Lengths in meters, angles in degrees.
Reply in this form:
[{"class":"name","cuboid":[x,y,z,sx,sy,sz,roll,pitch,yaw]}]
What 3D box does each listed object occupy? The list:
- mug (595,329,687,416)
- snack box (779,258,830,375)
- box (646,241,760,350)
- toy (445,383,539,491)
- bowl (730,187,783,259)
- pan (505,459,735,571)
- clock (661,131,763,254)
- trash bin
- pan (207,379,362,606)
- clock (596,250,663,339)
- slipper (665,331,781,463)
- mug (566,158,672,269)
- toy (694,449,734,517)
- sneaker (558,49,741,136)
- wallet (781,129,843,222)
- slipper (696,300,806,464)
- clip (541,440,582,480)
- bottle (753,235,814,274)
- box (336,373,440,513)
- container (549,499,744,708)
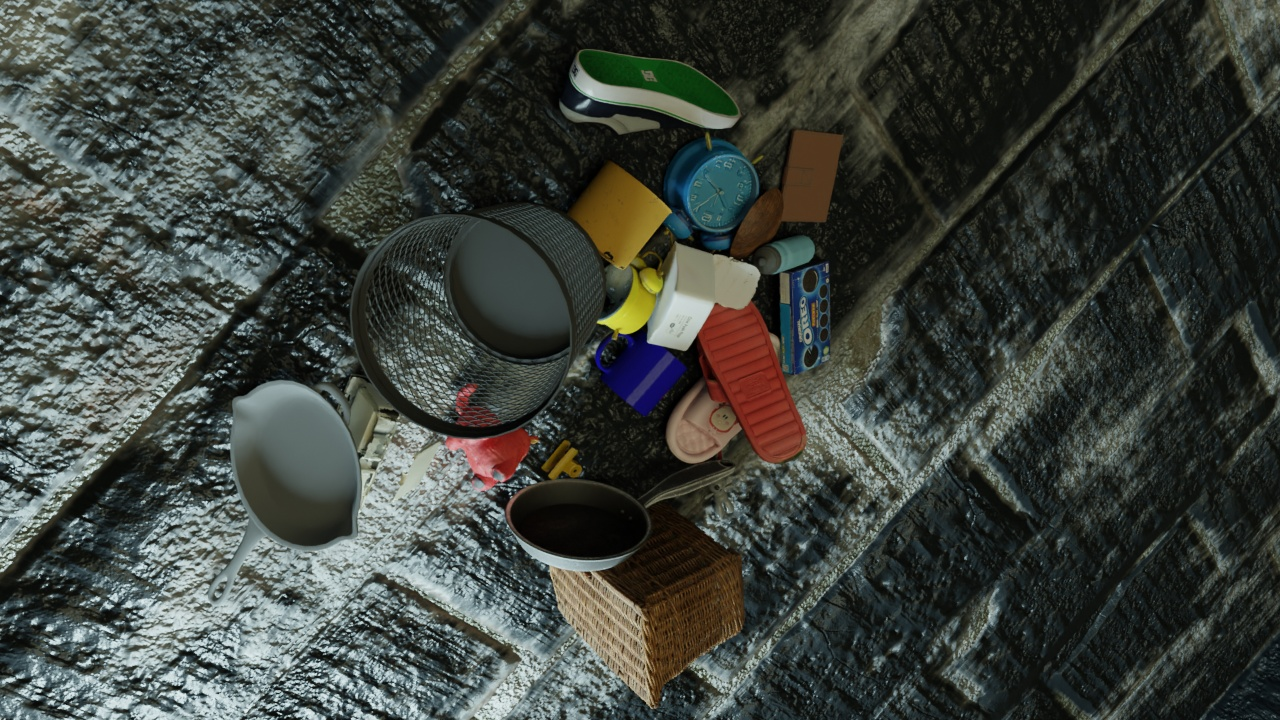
[{"class":"mug","cuboid":[-0.007,0.007,1.191,0.111,0.079,0.083,41,90,-21]},{"class":"snack box","cuboid":[0.230,-0.061,1.284,0.082,0.027,0.150,-22,115,-38]},{"class":"box","cuboid":[0.087,-0.077,1.161,0.136,0.120,0.109,16,138,-15]},{"class":"toy","cuboid":[-0.191,0.086,1.155,0.093,0.088,0.133,-34,106,-47]},{"class":"bowl","cuboid":[0.158,-0.171,1.184,0.114,0.026,0.102,-32,152,-54]},{"class":"pan","cuboid":[-0.011,0.192,1.221,0.356,0.187,0.055,-9,118,-36]},{"class":"clock","cuboid":[0.086,-0.200,1.157,0.116,0.060,0.162,12,108,-30]},{"class":"trash bin","cuboid":[-0.151,-0.060,0.965,0.218,0.227,0.218,3,107,10]},{"class":"pan","cuboid":[-0.412,0.161,1.041,0.355,0.216,0.024,-52,165,23]},{"class":"clock","cuboid":[-0.017,-0.087,1.143,0.057,0.083,0.119,31,98,-37]},{"class":"slipper","cuboid":[0.126,0.054,1.285,0.221,0.056,0.107,-49,123,-4]},{"class":"mug","cuboid":[-0.025,-0.168,1.101,0.094,0.100,0.123,-51,151,3]},{"class":"toy","cuboid":[0.111,0.180,1.345,0.049,0.030,0.112,-23,115,-11]},{"class":"sneaker","cuboid":[0.011,-0.300,1.080,0.234,0.084,0.079,0,146,-34]},{"class":"wallet","cuboid":[0.227,-0.246,1.233,0.087,0.013,0.121,-3,112,-29]},{"class":"slipper","cuboid":[0.138,0.025,1.220,0.103,0.059,0.248,-17,76,-16]},{"class":"clip","cuboid":[-0.099,0.140,1.230,0.049,0.044,0.054,40,89,-7]},{"class":"bottle","cuboid":[0.187,-0.138,1.207,0.129,0.040,0.040,-23,125,-54]},{"class":"box","cuboid":[-0.291,0.119,1.042,0.070,0.186,0.144,13,109,-42]},{"class":"container","cuboid":[0.011,0.299,1.233,0.182,0.250,0.162,-20,118,-28]}]
